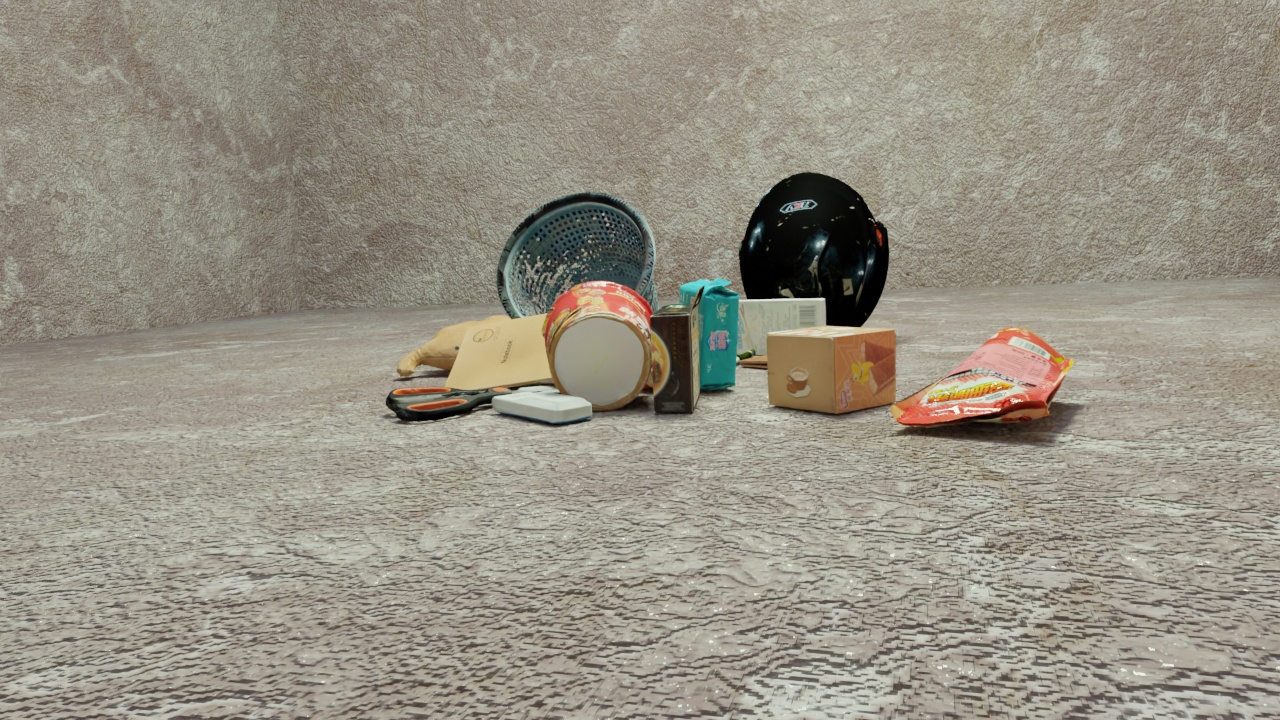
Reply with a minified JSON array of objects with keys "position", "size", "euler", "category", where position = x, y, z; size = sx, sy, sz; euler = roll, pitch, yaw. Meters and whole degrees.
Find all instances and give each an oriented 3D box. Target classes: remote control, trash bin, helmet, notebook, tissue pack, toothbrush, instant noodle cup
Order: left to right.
[{"position":[-0.137,-0.015,1.154],"size":[0.208,0.008,0.147],"euler":[-9,35,13],"category":"notebook"},{"position":[-0.103,0.047,0.960],"size":[0.048,0.024,0.125],"euler":[-8,8,-39],"category":"remote control"},{"position":[-0.065,-0.095,1.320],"size":[0.227,0.226,0.195],"euler":[-1,-22,17],"category":"trash bin"},{"position":[-0.042,-0.012,1.010],"size":[0.138,0.138,0.108],"euler":[-3,15,-2],"category":"instant noodle cup"},{"position":[0.080,-0.032,1.090],"size":[0.050,0.133,0.093],"euler":[-1,10,-17],"category":"tissue pack"},{"position":[0.138,0.001,1.298],"size":[0.017,0.012,0.185],"euler":[6,10,21],"category":"toothbrush"},{"position":[0.274,-0.151,1.471],"size":[0.234,0.275,0.229],"euler":[-4,32,23],"category":"helmet"}]

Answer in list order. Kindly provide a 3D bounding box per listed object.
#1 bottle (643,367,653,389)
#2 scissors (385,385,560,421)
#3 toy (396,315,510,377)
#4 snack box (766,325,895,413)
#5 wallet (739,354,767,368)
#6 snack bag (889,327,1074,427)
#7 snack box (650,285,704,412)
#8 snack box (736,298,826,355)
[{"position":[-0.007,0.007,1.122],"size":[0.066,0.067,0.150],"euler":[-9,16,-42],"category":"bottle"},{"position":[-0.167,0.047,1.032],"size":[0.234,0.022,0.161],"euler":[1,13,-6],"category":"scissors"},{"position":[-0.256,-0.018,1.379],"size":[0.144,0.082,0.225],"euler":[-4,8,40],"category":"toy"},{"position":[0.195,0.007,0.939],"size":[0.094,0.077,0.093],"euler":[-7,8,-37],"category":"snack box"},{"position":[0.210,-0.001,1.260],"size":[0.101,0.020,0.115],"euler":[-9,6,-38],"category":"wallet"},{"position":[0.321,0.024,0.837],"size":[0.129,0.073,0.207],"euler":[-3,11,35],"category":"snack bag"},{"position":[0.043,-0.015,0.983],"size":[0.053,0.126,0.113],"euler":[-2,7,7],"category":"snack box"},{"position":[0.202,-0.051,1.391],"size":[0.157,0.085,0.026],"euler":[1,9,27],"category":"snack box"}]
